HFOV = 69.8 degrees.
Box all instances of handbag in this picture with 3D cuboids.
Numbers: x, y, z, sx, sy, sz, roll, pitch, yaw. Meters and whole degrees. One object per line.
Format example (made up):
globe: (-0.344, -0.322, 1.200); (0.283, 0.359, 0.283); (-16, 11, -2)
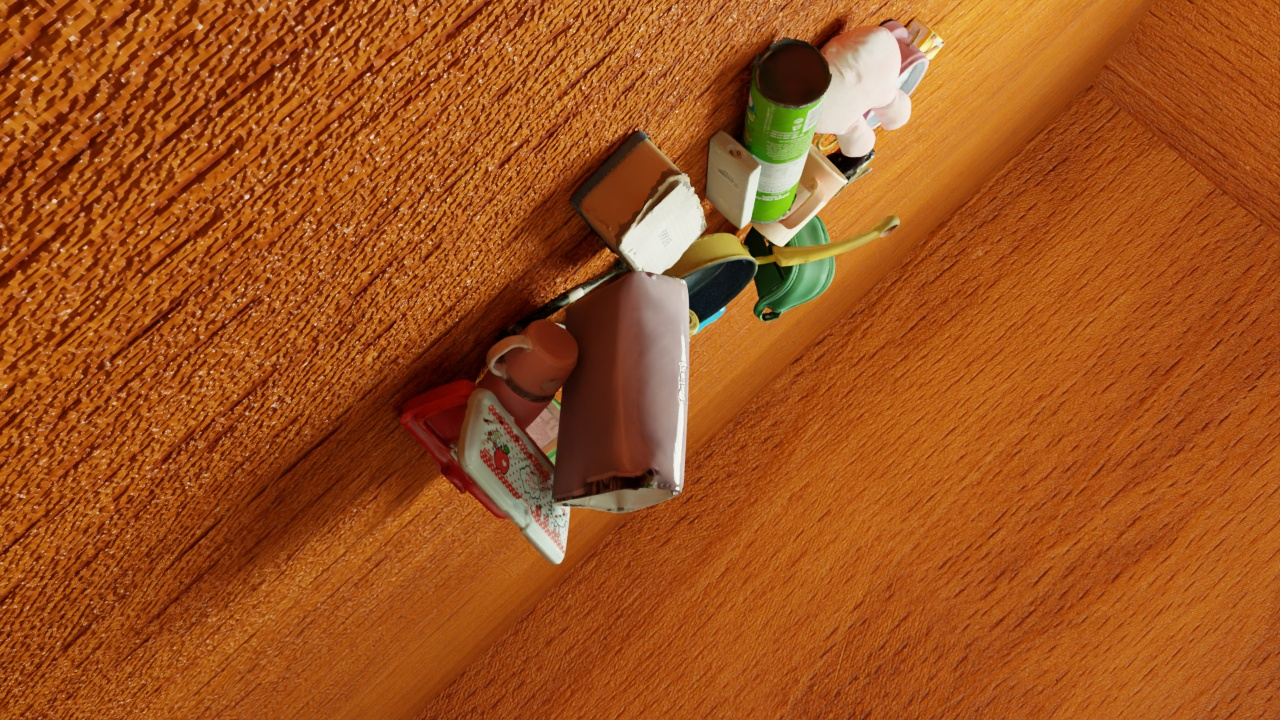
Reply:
handbag: (-0.011, 0.033, 0.844); (0.098, 0.196, 0.145); (10, 162, -23)
handbag: (0.180, -0.126, 1.163); (0.068, 0.131, 0.120); (9, 146, -27)

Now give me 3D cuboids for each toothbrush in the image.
toothbrush: (-0.069, -0.063, 0.897); (0.185, 0.012, 0.017); (-35, 164, -36)

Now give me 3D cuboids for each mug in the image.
mug: (0.175, -0.189, 1.056); (0.106, 0.081, 0.114); (-47, -156, 21)

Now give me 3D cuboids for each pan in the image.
pan: (0.115, -0.096, 1.028); (0.357, 0.078, 0.198); (-29, 166, 2)

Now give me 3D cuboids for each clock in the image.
clock: (0.254, -0.301, 1.033); (0.159, 0.060, 0.117); (-45, 167, 14)

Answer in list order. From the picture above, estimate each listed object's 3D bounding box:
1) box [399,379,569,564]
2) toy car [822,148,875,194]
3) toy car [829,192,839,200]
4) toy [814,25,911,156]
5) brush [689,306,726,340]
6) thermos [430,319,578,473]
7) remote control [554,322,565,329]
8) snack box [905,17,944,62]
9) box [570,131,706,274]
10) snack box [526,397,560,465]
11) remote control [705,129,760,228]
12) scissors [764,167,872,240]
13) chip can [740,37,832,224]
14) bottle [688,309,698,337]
box: (-0.133, 0.112, 0.839); (0.095, 0.101, 0.201); (-20, 137, 10)
toy car: (0.236, -0.231, 1.148); (0.070, 0.042, 0.158); (-45, -164, -13)
toy car: (0.279, -0.264, 1.309); (0.049, 0.031, 0.107); (-35, 166, -39)
toy: (0.219, -0.272, 0.941); (0.121, 0.054, 0.159); (-36, 143, 14)
brush: (0.054, -0.041, 1.295); (0.313, 0.060, 0.110); (-37, 172, -39)
thermos: (-0.139, 0.042, 0.880); (0.087, 0.067, 0.199); (3, 142, -41)
remote control: (-0.088, -0.012, 0.988); (0.056, 0.020, 0.136); (-46, 168, 8)
snack box: (0.305, -0.345, 1.120); (0.141, 0.034, 0.086); (-48, 167, 26)
box: (0.002, -0.128, 0.801); (0.090, 0.062, 0.184); (-45, 166, 0)
snack box: (-0.117, 0.090, 1.020); (0.118, 0.117, 0.106); (-40, 164, -11)
remote control: (0.092, -0.180, 0.925); (0.019, 0.056, 0.135); (-43, 167, -8)
scissors: (0.216, -0.198, 1.251); (0.188, 0.015, 0.223); (-32, -179, -21)
chip can: (0.133, -0.215, 0.900); (0.072, 0.072, 0.236); (-42, 167, -10)
bottle: (-0.006, 0.006, 0.995); (0.065, 0.065, 0.219); (-34, 176, -39)
